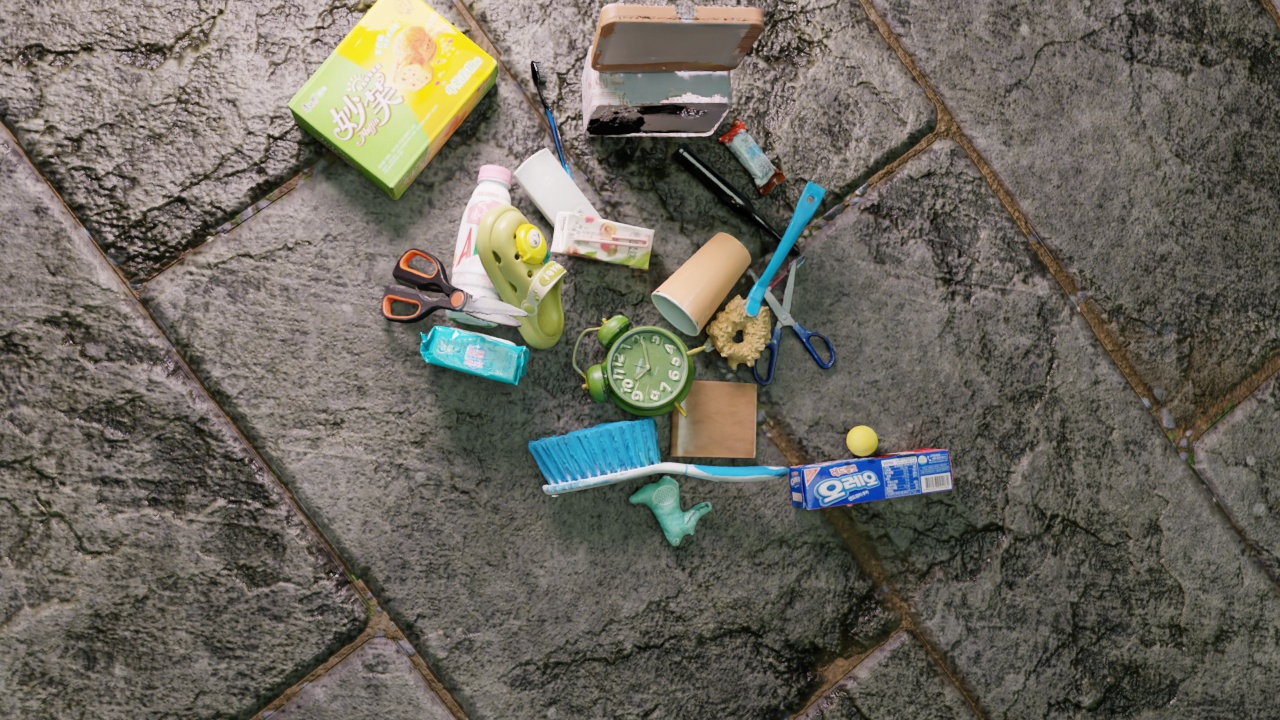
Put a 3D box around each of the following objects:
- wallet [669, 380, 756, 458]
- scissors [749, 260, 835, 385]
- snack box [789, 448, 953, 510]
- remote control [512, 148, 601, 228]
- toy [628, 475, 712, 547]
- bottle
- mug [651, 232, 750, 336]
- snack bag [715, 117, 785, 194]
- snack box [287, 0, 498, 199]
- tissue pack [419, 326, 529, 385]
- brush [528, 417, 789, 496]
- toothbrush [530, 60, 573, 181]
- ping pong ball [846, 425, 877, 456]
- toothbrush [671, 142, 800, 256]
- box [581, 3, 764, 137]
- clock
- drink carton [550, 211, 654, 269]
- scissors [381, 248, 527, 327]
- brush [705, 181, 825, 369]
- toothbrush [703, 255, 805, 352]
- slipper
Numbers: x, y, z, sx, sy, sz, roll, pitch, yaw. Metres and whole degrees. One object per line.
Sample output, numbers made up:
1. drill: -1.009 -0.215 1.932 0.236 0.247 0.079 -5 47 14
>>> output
1. wallet: 0.095 0.077 1.193 0.115 0.020 0.101 4 86 -12
2. scissors: 0.193 -0.042 1.209 0.174 0.012 0.162 32 89 -13
3. snack box: 0.301 0.154 1.202 0.207 0.058 0.057 -7 88 -10
4. remote control: -0.100 -0.200 1.161 0.056 0.019 0.135 -42 106 -11
5. toy: 0.043 0.191 1.174 0.096 0.030 0.092 -26 96 -17
6. bottle: -0.192 -0.142 1.134 0.068 0.068 0.196 10 82 -9
7. mug: 0.082 -0.102 1.174 0.078 0.078 0.122 42 76 -5
8. snack bag: 0.147 -0.270 1.214 0.045 0.026 0.105 -42 95 -18
9. snack box: -0.298 -0.328 1.122 0.157 0.070 0.210 38 82 -6
10. tissue pack: -0.201 -0.008 1.111 0.133 0.093 0.050 14 89 -9
11. brush: 0.024 0.121 1.146 0.314 0.060 0.109 -11 89 -3
12. toothbrush: -0.108 -0.296 1.181 0.016 0.014 0.189 -18 91 -34
13. ping pong ball: 0.293 0.106 1.211 0.040 0.040 0.040 1 87 -9
14. toothbrush: 0.130 -0.209 1.210 0.212 0.027 0.026 39 126 -7
15. box: 0.027 -0.342 1.081 0.176 0.260 0.082 -3 86 -10
16. clock: -0.007 0.007 1.153 0.161 0.056 0.116 15 83 3
17. drink carton: -0.045 -0.150 1.149 0.122 0.045 0.053 8 95 -25
18. scissors: -0.224 -0.058 1.079 0.148 0.021 0.235 -50 56 6
19. brush: 0.163 -0.106 1.161 0.083 0.046 0.255 26 100 -4
20. toothbrush: 0.151 -0.075 1.209 0.187 0.017 0.016 -43 94 -9
21. slipper: -0.124 -0.101 1.104 0.082 0.091 0.191 -4 123 28
